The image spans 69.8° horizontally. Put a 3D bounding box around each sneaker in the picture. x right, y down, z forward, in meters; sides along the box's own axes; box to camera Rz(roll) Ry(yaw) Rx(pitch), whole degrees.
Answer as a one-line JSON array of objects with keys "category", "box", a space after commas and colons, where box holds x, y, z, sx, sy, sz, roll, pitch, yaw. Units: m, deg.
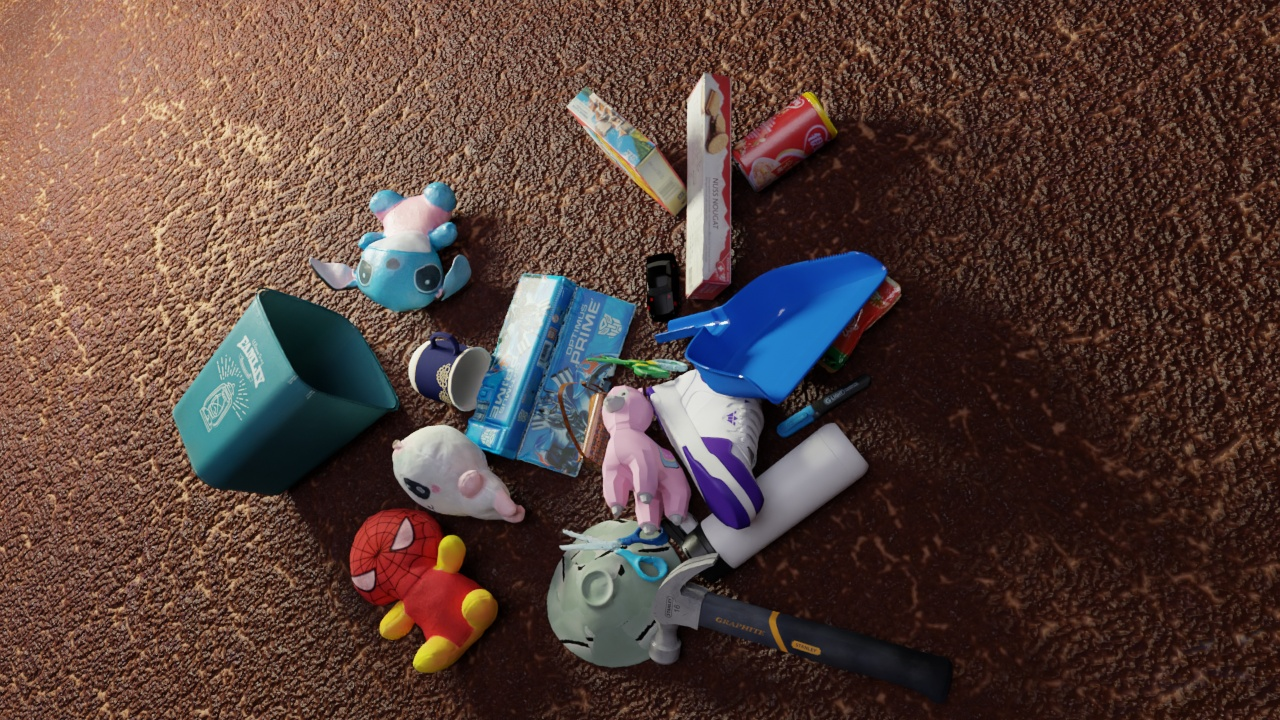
[{"category": "sneaker", "box": [0.098, 0.086, 1.020, 0.111, 0.092, 0.244, -27, 37, -5]}]

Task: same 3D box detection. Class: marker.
[{"category": "marker", "box": [0.210, 0.052, 1.054, 0.123, 0.015, 0.018, -33, 63, 8]}]

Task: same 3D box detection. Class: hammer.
[{"category": "hammer", "box": [0.163, 0.295, 0.962, 0.313, 0.035, 0.139, 13, 110, 18]}]

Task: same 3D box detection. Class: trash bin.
[{"category": "trash bin", "box": [-0.492, 0.055, 1.252, 0.219, 0.199, 0.196, -42, 62, 12]}]

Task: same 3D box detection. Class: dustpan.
[{"category": "dustpan", "box": [0.114, -0.032, 1.051, 0.244, 0.059, 0.258, -45, 19, -33]}]

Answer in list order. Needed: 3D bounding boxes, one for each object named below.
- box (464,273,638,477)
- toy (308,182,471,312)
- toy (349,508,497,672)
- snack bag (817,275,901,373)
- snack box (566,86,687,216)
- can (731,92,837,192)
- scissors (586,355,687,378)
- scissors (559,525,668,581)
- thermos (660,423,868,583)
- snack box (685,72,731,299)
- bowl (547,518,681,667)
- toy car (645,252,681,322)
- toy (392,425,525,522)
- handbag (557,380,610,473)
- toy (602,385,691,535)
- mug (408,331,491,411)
[{"category": "box", "box": [-0.125, 0.012, 1.181, 0.175, 0.060, 0.243, 14, 79, 25]}, {"category": "toy", "box": [-0.345, -0.161, 1.305, 0.224, 0.099, 0.191, 1, 67, 8]}, {"category": "toy", "box": [-0.273, 0.272, 1.135, 0.147, 0.099, 0.216, -44, 63, -8]}, {"category": "snack bag", "box": [0.229, -0.042, 1.068, 0.155, 0.044, 0.087, -52, 49, 7]}, {"category": "snack box", "box": [-0.012, -0.266, 1.177, 0.040, 0.142, 0.145, -46, 62, 4]}, {"category": "can", "box": [0.176, -0.271, 1.144, 0.124, 0.066, 0.066, -35, 63, 9]}, {"category": "scissors", "box": [-0.001, 0.003, 1.131, 0.132, 0.108, 0.012, 16, 106, 46]}, {"category": "scissors", "box": [-0.030, 0.206, 1.057, 0.135, 0.016, 0.083, 14, 44, 4]}, {"category": "thermos", "box": [0.135, 0.152, 1.027, 0.230, 0.068, 0.101, -39, 50, 8]}, {"category": "snack box", "box": [0.086, -0.216, 1.141, 0.044, 0.077, 0.272, 4, 76, -13]}, {"category": "bowl", "box": [-0.039, 0.266, 1.057, 0.174, 0.068, 0.174, -6, 70, 18]}, {"category": "toy car", "box": [0.026, -0.094, 1.165, 0.042, 0.036, 0.091, -8, 70, 20]}, {"category": "toy", "box": [-0.222, 0.150, 1.139, 0.179, 0.139, 0.101, 29, 68, 18]}, {"category": "handbag", "box": [-0.068, 0.067, 1.062, 0.043, 0.196, 0.093, 8, 74, 18]}, {"category": "toy", "box": [0.002, 0.109, 1.047, 0.067, 0.123, 0.157, -26, 47, 28]}, {"category": "mug", "box": [-0.259, 0.005, 1.212, 0.089, 0.112, 0.085, 14, 43, 28]}]
